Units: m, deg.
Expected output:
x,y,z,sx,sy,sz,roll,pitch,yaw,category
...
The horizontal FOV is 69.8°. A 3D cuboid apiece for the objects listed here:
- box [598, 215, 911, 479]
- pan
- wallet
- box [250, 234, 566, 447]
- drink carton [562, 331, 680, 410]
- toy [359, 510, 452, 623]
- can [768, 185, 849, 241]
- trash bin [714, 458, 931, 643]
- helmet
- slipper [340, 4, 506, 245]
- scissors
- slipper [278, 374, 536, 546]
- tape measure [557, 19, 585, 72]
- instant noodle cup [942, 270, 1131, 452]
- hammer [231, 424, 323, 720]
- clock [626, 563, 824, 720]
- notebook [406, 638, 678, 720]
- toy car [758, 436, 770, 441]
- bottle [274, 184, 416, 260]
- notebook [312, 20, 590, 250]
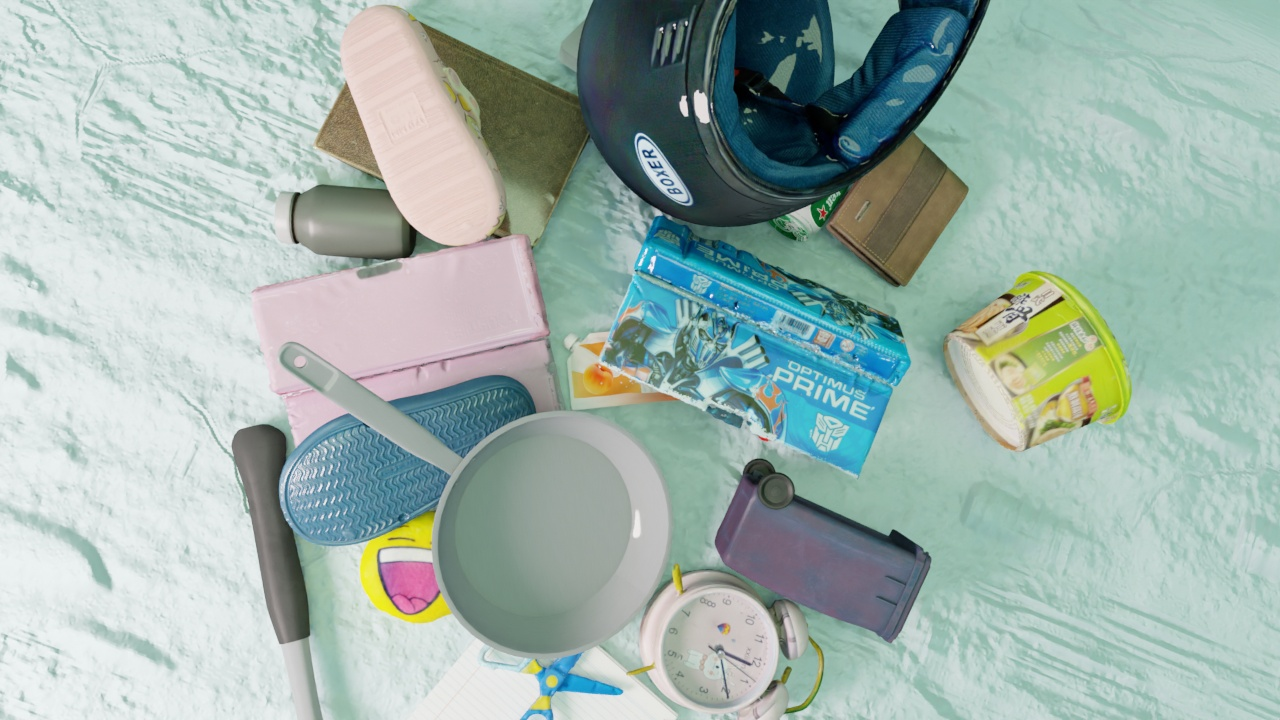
x,y,z,sx,sy,sz,roll,pitch,yaw,category
0.104,-0.027,0.770,0.243,0.071,0.169,24,54,-3,box
-0.126,0.094,0.715,0.356,0.051,0.200,38,80,-20,pan
0.235,-0.141,0.834,0.098,0.027,0.121,37,84,-20,wallet
-0.187,0.001,0.765,0.232,0.039,0.179,-14,97,-7,box
-0.005,0.005,0.803,0.122,0.039,0.069,-6,85,-1,drink carton
-0.183,0.170,0.758,0.095,0.041,0.094,8,86,-8,toy
0.159,-0.160,0.827,0.053,0.053,0.101,35,81,-2,can
0.153,0.158,0.771,0.161,0.094,0.092,24,91,-2,trash bin
0.092,-0.257,0.736,0.316,0.236,0.249,-46,121,-8,helmet
-0.169,-0.189,0.746,0.093,0.081,0.197,-24,99,22,slipper
-0.080,0.263,0.764,0.127,0.015,0.125,43,77,-1,scissors
-0.186,0.070,0.741,0.213,0.059,0.104,-24,115,-19,slipper
-0.035,-0.279,0.827,0.065,0.017,0.064,35,61,2,tape measure
0.333,0.006,0.787,0.098,0.146,0.146,-28,87,2,instant noodle cup
-0.290,0.206,0.747,0.125,0.029,0.310,-14,84,-4,hammer
0.077,0.244,0.769,0.158,0.059,0.116,23,82,-4,clock
-0.111,0.338,0.762,0.178,0.013,0.245,41,81,1,notebook
0.150,0.050,0.816,0.089,0.025,0.038,-4,84,-7,toy car
-0.247,-0.117,0.773,0.108,0.060,0.060,4,83,-6,bottle
-0.148,-0.220,0.809,0.215,0.034,0.190,26,81,-3,notebook
